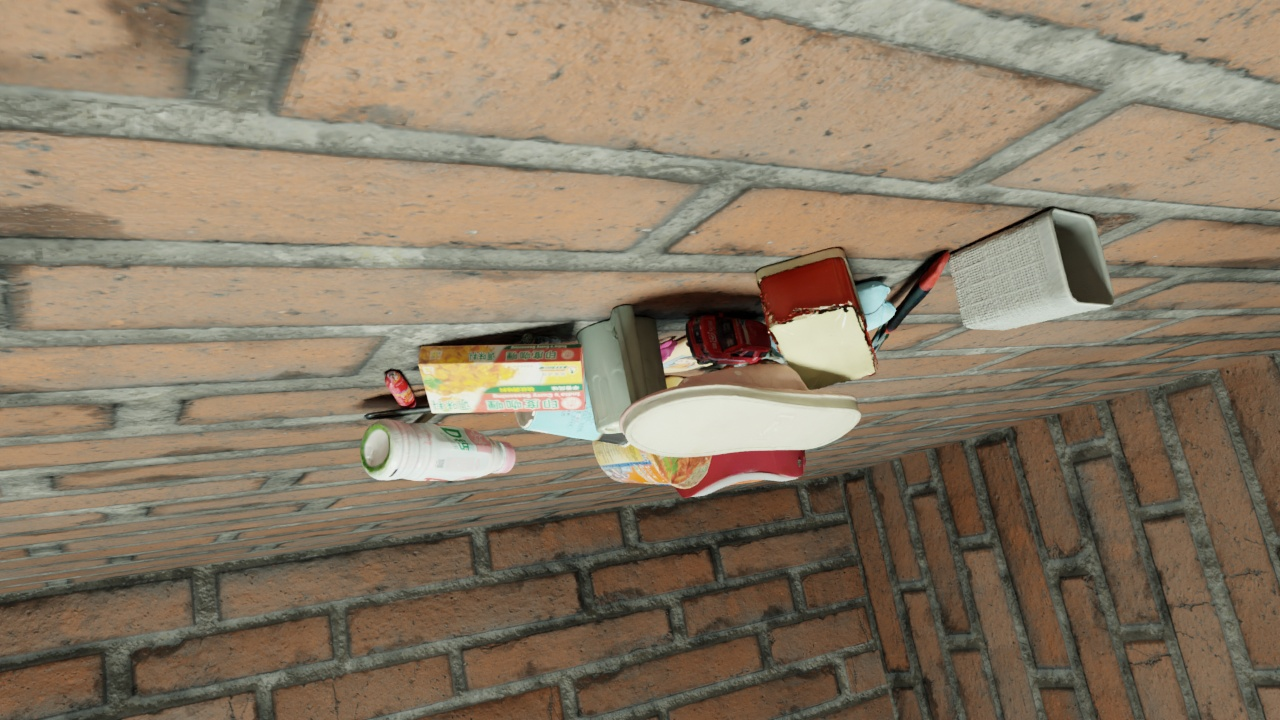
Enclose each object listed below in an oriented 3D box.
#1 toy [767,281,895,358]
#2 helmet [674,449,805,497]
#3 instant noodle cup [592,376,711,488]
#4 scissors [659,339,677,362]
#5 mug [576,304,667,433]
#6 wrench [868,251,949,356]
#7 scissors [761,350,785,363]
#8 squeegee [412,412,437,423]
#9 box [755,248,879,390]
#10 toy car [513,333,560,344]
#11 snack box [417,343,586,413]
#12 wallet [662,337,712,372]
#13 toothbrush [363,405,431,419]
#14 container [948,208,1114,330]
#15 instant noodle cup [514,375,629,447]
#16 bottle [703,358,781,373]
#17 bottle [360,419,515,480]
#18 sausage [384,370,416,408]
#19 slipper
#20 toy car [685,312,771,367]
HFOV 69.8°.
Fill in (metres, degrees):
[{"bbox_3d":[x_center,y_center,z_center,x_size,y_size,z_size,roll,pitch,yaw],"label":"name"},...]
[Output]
[{"bbox_3d":[0.202,-0.037,1.007,0.156,0.049,0.161,-14,157,18],"label":"toy"},{"bbox_3d":[0.140,0.115,1.406,0.207,0.144,0.240,-11,-179,3],"label":"helmet"},{"bbox_3d":[0.013,0.103,1.254,0.112,0.151,0.151,-11,170,39],"label":"instant noodle cup"},{"bbox_3d":[-0.008,0.007,1.061,0.063,0.017,0.135,-48,-164,-32],"label":"scissors"},{"bbox_3d":[-0.014,0.011,0.918,0.083,0.103,0.124,-9,168,-8],"label":"mug"},{"bbox_3d":[0.291,-0.055,1.019,0.016,0.056,0.274,31,167,8],"label":"wrench"},{"bbox_3d":[0.181,-0.018,1.138,0.174,0.019,0.169,-17,167,29],"label":"scissors"},{"bbox_3d":[-0.148,0.060,1.128,0.246,0.039,0.247,11,150,-34],"label":"squeegee"},{"bbox_3d":[0.173,-0.027,0.884,0.091,0.079,0.168,-15,153,16],"label":"box"},{"bbox_3d":[-0.119,-0.003,0.929,0.091,0.034,0.042,-23,159,37],"label":"toy car"},{"bbox_3d":[-0.133,0.018,0.900,0.156,0.027,0.077,-1,140,0],"label":"snack box"},{"bbox_3d":[0.062,-0.008,1.076,0.087,0.024,0.115,7,158,-39],"label":"wallet"},{"bbox_3d":[-0.221,0.055,1.030,0.181,0.018,0.016,-6,163,0],"label":"toothbrush"},{"bbox_3d":[0.370,-0.081,0.881,0.090,0.090,0.115,1,166,-39],"label":"container"},{"bbox_3d":[-0.072,0.038,1.009,0.120,0.111,0.111,6,161,-25],"label":"instant noodle cup"},{"bbox_3d":[0.119,0.028,1.116,0.059,0.060,0.206,-8,-179,-14],"label":"bottle"},{"bbox_3d":[-0.231,0.110,1.083,0.068,0.068,0.196,-20,160,35],"label":"bottle"},{"bbox_3d":[-0.261,0.036,1.004,0.020,0.020,0.156,-9,167,-9],"label":"sausage"},{"bbox_3d":[0.100,0.046,0.887,0.273,0.054,0.114,3,142,-32],"label":"slipper"},{"bbox_3d":[0.095,-0.023,0.977,0.045,0.053,0.120,-24,164,39],"label":"toy car"}]
